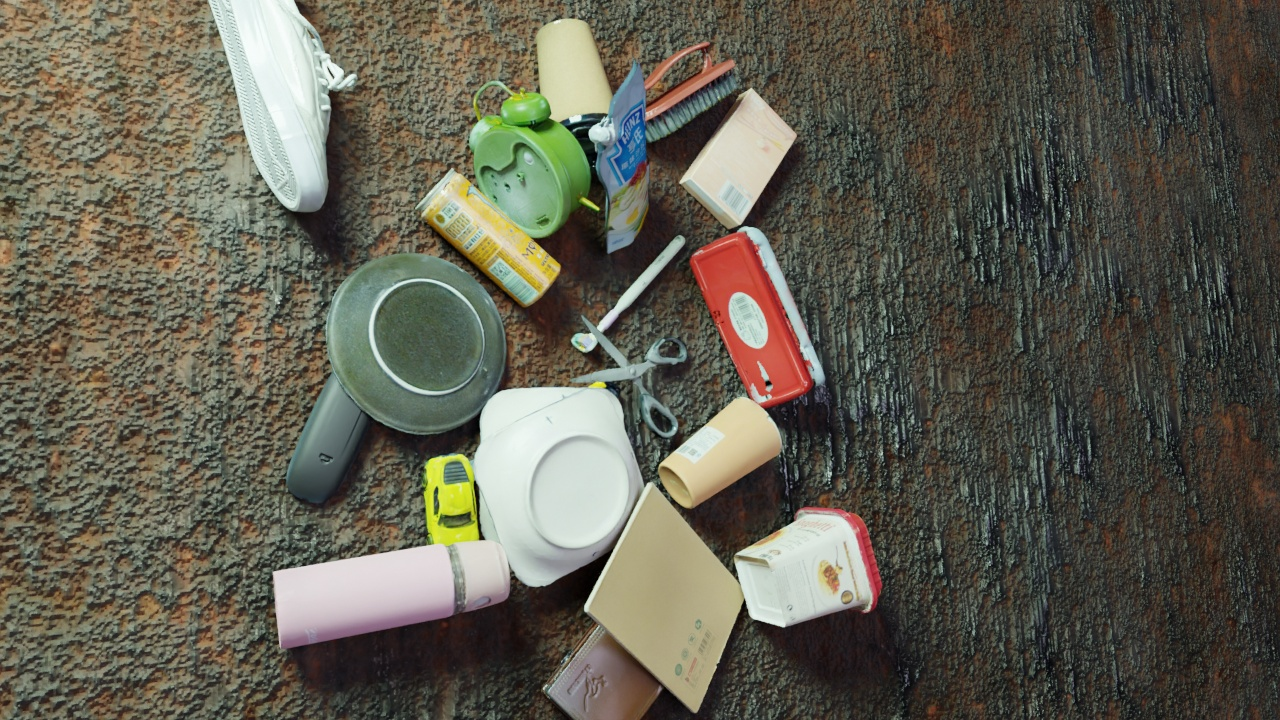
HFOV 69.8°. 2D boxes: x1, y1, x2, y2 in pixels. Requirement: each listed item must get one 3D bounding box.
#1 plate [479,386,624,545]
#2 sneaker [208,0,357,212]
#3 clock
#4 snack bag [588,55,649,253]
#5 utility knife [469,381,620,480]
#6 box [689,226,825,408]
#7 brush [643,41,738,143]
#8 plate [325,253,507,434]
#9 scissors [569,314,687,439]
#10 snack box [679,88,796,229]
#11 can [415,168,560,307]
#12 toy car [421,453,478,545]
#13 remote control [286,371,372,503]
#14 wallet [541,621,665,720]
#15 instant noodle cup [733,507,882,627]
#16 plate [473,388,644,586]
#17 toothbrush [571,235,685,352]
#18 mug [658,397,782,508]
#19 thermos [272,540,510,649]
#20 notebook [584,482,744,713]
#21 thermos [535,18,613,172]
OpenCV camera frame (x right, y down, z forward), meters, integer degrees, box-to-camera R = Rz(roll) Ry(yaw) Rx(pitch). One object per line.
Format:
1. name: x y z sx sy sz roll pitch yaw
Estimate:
1. plate: -0.079 0.108 0.914 0.164 0.034 0.163 -1 91 -31
2. sneaker: -0.311 -0.249 0.827 0.090 0.090 0.242 -16 84 -34
3. clock: -0.114 -0.199 0.909 0.056 0.116 0.161 -42 107 -39
4. snack bag: -0.017 -0.200 0.926 0.039 0.191 0.110 26 64 16
5. utility knife: -0.107 0.077 0.927 0.222 0.015 0.033 -31 96 -28
6. box: 0.142 -0.054 1.064 0.201 0.096 0.100 65 22 -7
7. brush: 0.039 -0.305 1.039 0.145 0.063 0.069 -39 113 -26
8. plate: -0.204 -0.020 0.869 0.179 0.024 0.179 11 70 -33
9. scissors: -0.005 0.010 0.970 0.159 0.014 0.181 -50 120 -38
10. snack box: 0.119 -0.241 1.093 0.084 0.026 0.157 41 65 -18
11. can: -0.149 -0.119 0.908 0.146 0.058 0.058 42 65 -17
12. toy car: -0.176 0.141 0.864 0.048 0.032 0.105 -6 96 -29
13. remote control: -0.275 0.062 0.830 0.053 0.024 0.136 27 70 -24
14. wallet: -0.028 0.317 0.927 0.101 0.032 0.124 48 63 -12
15. instant noodle cup: 0.180 0.232 1.009 0.124 0.116 0.116 -16 90 -24
16. plate: -0.066 0.123 0.881 0.164 0.034 0.164 -27 105 -28
17. toothbrush: -0.007 -0.077 1.004 0.189 0.029 0.020 -48 148 -27
18. mug: 0.083 0.103 0.997 0.122 0.078 0.078 -33 99 -25
19. thermos: -0.219 0.208 0.816 0.198 0.087 0.067 -5 52 -26
20. notebook: 0.034 0.245 0.939 0.208 0.008 0.147 52 53 -32
21. thermos: -0.068 -0.278 0.965 0.093 0.093 0.143 -5 76 -30
